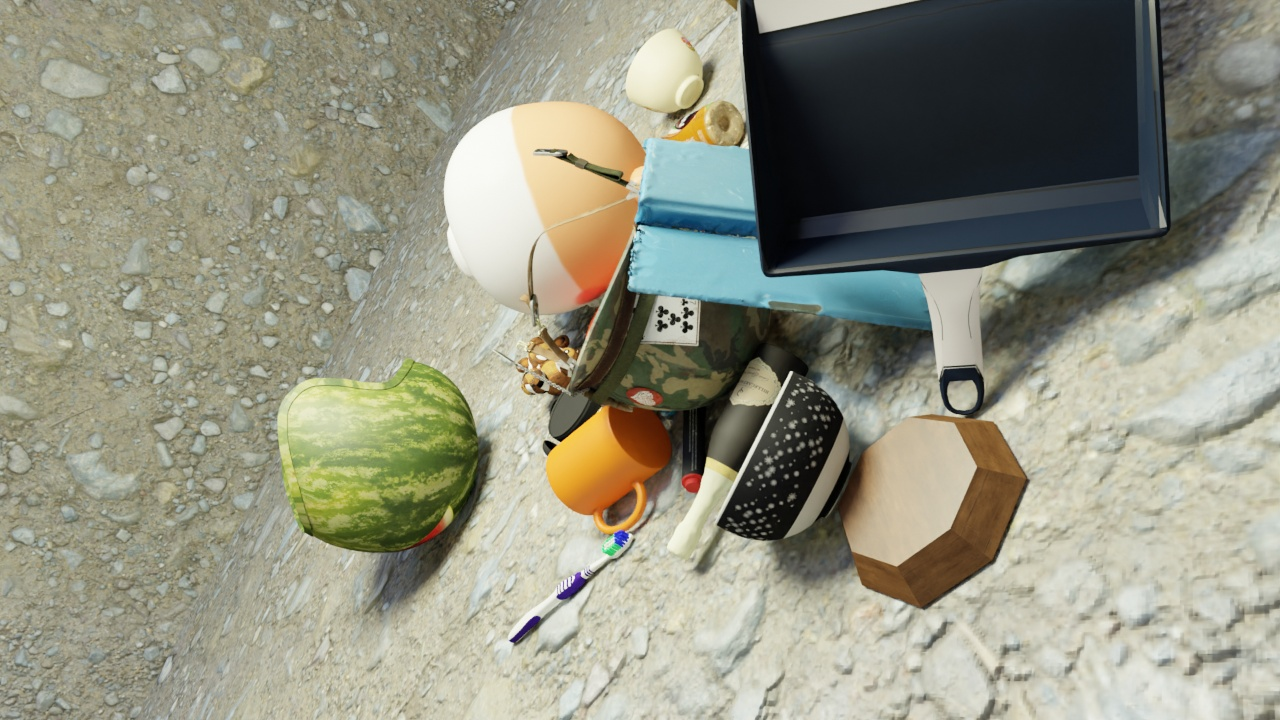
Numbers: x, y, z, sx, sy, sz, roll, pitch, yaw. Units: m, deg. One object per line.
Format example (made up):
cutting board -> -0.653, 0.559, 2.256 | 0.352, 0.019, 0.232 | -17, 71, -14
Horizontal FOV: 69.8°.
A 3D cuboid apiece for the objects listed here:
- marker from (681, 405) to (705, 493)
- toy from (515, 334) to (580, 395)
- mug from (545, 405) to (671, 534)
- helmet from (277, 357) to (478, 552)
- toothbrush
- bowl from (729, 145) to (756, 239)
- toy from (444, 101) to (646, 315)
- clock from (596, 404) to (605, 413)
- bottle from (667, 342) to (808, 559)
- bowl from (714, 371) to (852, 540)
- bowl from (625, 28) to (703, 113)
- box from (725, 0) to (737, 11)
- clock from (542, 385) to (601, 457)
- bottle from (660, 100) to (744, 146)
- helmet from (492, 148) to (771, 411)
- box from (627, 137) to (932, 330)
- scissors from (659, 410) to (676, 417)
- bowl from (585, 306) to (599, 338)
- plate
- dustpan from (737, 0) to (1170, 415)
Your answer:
marker -> 0.049, 0.060, 0.833 | 0.144, 0.021, 0.024 | -86, 7, -46
toy -> -0.116, 0.004, 1.148 | 0.087, 0.067, 0.112 | -32, 39, -4
mug -> -0.026, 0.106, 0.862 | 0.096, 0.077, 0.112 | -40, 54, 32
helmet -> -0.330, 0.126, 1.186 | 0.243, 0.246, 0.214 | 67, 154, 15
toothbrush -> -0.071, 0.217, 0.869 | 0.187, 0.016, 0.015 | -44, 28, 25
bowl -> 0.126, -0.163, 0.907 | 0.118, 0.061, 0.117 | -41, 30, 30
toy -> -0.098, -0.188, 1.134 | 0.281, 0.266, 0.262 | -19, 19, 11
clock -> -0.006, 0.005, 0.937 | 0.090, 0.052, 0.129 | -30, 30, 49
bottle -> 0.073, 0.075, 0.738 | 0.184, 0.045, 0.045 | -61, 25, -8
bowl -> 0.108, 0.075, 0.637 | 0.120, 0.066, 0.120 | -61, -9, -16
bowl -> 0.047, -0.397, 1.300 | 0.074, 0.118, 0.118 | 43, 102, 22
box -> 0.210, -0.297, 0.656 | 0.221, 0.279, 0.258 | -38, 31, 33
clock -> -0.069, 0.066, 1.012 | 0.121, 0.042, 0.091 | -37, 32, 37
bottle -> 0.062, -0.278, 1.163 | 0.167, 0.059, 0.059 | -7, 54, 59
helmet -> -0.007, -0.054, 0.796 | 0.223, 0.236, 0.193 | -29, -32, -57
box -> 0.111, -0.098, 0.695 | 0.034, 0.231, 0.174 | 97, 179, -48
scissors -> 0.038, 0.006, 0.930 | 0.137, 0.012, 0.127 | -49, 25, 13
bowl -> -0.013, -0.046, 1.052 | 0.122, 0.035, 0.121 | -42, 29, 29
plate -> 0.172, 0.085, 0.572 | 0.132, 0.025, 0.131 | -42, 29, 29
dustpan -> 0.187, -0.104, 0.563 | 0.237, 0.273, 0.079 | -4, 26, 24
